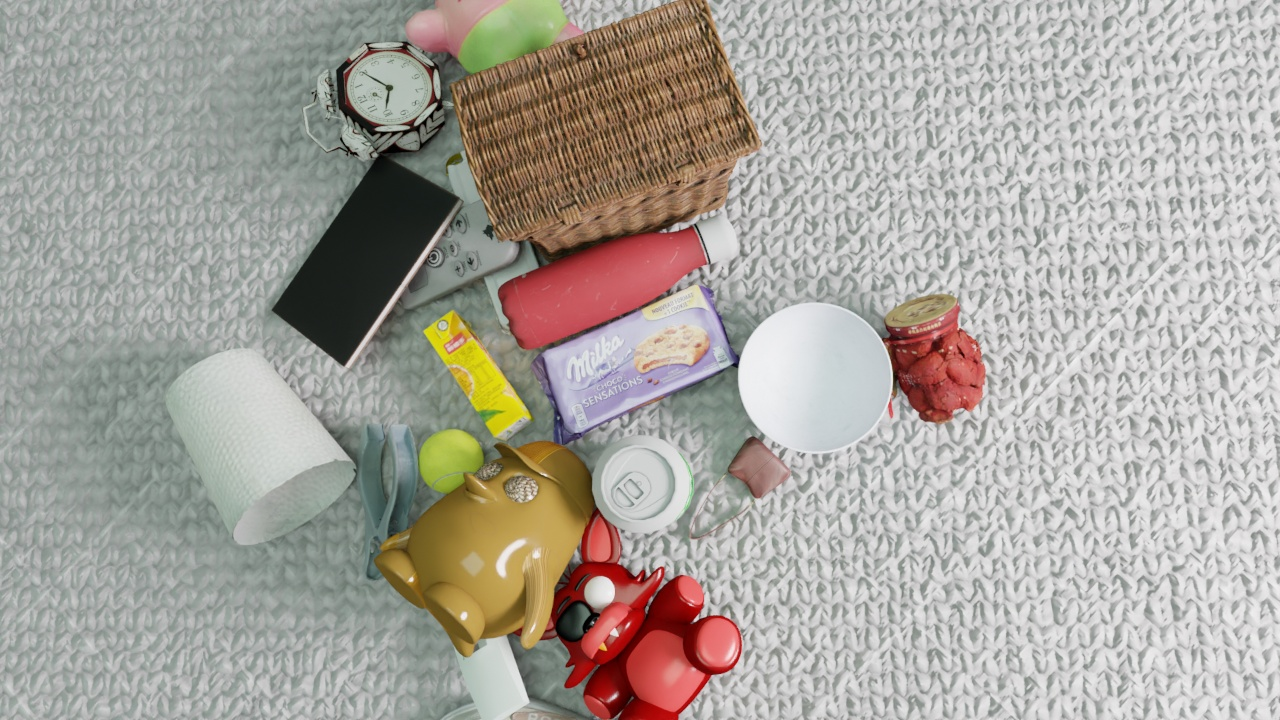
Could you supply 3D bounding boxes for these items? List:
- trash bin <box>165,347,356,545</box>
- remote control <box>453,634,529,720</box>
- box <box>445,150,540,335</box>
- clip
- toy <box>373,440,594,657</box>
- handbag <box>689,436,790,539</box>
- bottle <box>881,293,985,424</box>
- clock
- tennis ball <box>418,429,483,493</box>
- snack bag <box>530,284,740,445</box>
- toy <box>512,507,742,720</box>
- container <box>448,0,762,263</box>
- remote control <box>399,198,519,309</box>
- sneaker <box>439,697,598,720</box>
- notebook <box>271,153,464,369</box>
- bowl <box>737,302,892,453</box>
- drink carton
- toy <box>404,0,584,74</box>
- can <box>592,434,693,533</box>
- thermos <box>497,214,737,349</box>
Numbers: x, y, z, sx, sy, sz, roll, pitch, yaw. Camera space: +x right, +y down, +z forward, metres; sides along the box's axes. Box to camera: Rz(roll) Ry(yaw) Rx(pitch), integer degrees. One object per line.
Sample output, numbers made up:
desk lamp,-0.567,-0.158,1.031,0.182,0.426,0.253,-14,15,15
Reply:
trash bin,-0.388,0.081,0.925,0.133,0.133,0.161,-39,75,-1
remote control,-0.157,0.277,0.895,0.050,0.024,0.143,-36,58,14
box,-0.150,-0.129,0.976,0.064,0.033,0.209,-21,82,0
clip,-0.241,0.144,0.914,0.128,0.028,0.167,-8,84,46
toy,-0.127,0.157,0.860,0.199,0.163,0.202,22,55,34
handbag,0.091,0.135,0.921,0.055,0.029,0.119,44,93,8
bottle,0.278,0.001,0.886,0.099,0.099,0.111,-24,107,2
clock,-0.285,-0.271,0.989,0.154,0.065,0.114,-28,81,-14
tennis ball,-0.192,0.102,0.930,0.065,0.065,0.065,-1,82,5
snack bag,-0.006,0.006,0.931,0.205,0.058,0.096,-23,78,5
toy,-0.016,0.259,0.871,0.197,0.120,0.158,38,91,17
container,-0.029,-0.202,0.896,0.250,0.183,0.162,-19,80,2
remote control,-0.198,-0.113,0.961,0.151,0.019,0.074,-22,81,21
sneaker,-0.088,0.377,0.870,0.242,0.091,0.089,6,84,7
notebook,-0.292,-0.110,0.973,0.141,0.008,0.209,31,86,31
bowl,0.168,0.021,0.902,0.144,0.074,0.144,-1,82,5
drink carton,-0.165,0.015,0.943,0.043,0.058,0.134,-36,80,-3
toy,-0.166,-0.387,0.985,0.192,0.097,0.236,-36,73,-8
can,0.005,0.118,0.871,0.088,0.140,0.087,-1,82,5
thermos,-0.019,-0.084,0.908,0.240,0.073,0.073,-21,81,2
